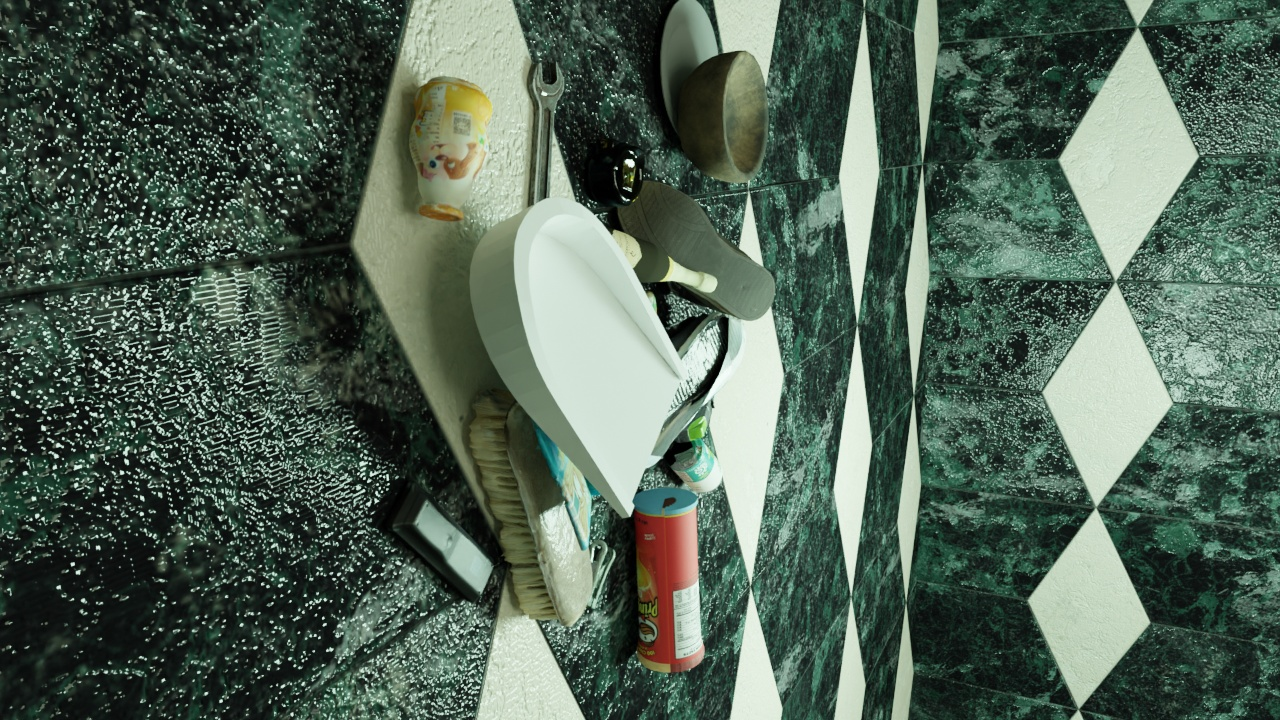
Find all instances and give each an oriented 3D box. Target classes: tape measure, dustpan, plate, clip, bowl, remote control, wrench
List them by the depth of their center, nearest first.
[{"bbox_3d":[-0.170,0.163,0.809,0.047,0.022,0.150,-68,148,-30],"label":"remote control"},{"bbox_3d":[-0.040,-0.020,0.813,0.258,0.053,0.191,51,40,-25],"label":"dustpan"},{"bbox_3d":[-0.099,-0.159,0.904,0.070,0.010,0.273,-1,95,-63],"label":"wrench"},{"bbox_3d":[-0.026,-0.204,1.001,0.071,0.042,0.072,1,93,-62],"label":"tape measure"},{"bbox_3d":[-0.052,0.245,1.051,0.037,0.023,0.075,54,50,-54],"label":"clip"},{"bbox_3d":[0.104,-0.309,1.172,0.161,0.070,0.162,-17,110,-61],"label":"bowl"},{"bbox_3d":[0.061,-0.368,1.174,0.178,0.012,0.178,-17,110,-61],"label":"plate"},{"bbox_3d":[0.060,0.079,1.198,0.065,0.059,0.036,-63,150,-42],"label":"tape measure"}]

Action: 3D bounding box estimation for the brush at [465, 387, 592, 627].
[{"bbox_3d":[-0.102,0.148,0.898,0.083,0.057,0.271,-55,140,-51],"label":"brush"}]

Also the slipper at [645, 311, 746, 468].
[{"bbox_3d":[0.044,0.024,1.159,0.263,0.063,0.111,-50,135,-30],"label":"slipper"}]

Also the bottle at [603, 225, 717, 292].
[{"bbox_3d":[0.013,-0.106,1.013,0.184,0.045,0.045,14,81,-38],"label":"bottle"}]

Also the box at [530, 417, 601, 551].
[{"bbox_3d":[-0.073,0.040,0.863,0.181,0.039,0.227,-72,148,-59],"label":"box"}]

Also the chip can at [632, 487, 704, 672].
[{"bbox_3d":[0.034,0.275,1.154,0.086,0.087,0.213,-24,114,-59],"label":"chip can"}]

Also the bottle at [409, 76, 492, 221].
[{"bbox_3d":[-0.155,-0.169,0.738,0.063,0.063,0.109,12,84,-62],"label":"bottle"}]

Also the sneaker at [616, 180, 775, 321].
[{"bbox_3d":[0.049,-0.136,1.120,0.234,0.120,0.095,29,88,-29],"label":"sneaker"}]

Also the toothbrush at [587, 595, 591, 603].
[{"bbox_3d":[-0.082,0.165,0.977,0.026,0.027,0.223,-23,117,-31],"label":"toothbrush"}]

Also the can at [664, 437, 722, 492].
[{"bbox_3d":[0.073,0.139,1.238,0.101,0.055,0.054,51,50,-53],"label":"can"}]

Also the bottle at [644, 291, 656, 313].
[{"bbox_3d":[-0.006,0.006,1.042,0.059,0.059,0.167,-17,104,-61],"label":"bottle"}]
